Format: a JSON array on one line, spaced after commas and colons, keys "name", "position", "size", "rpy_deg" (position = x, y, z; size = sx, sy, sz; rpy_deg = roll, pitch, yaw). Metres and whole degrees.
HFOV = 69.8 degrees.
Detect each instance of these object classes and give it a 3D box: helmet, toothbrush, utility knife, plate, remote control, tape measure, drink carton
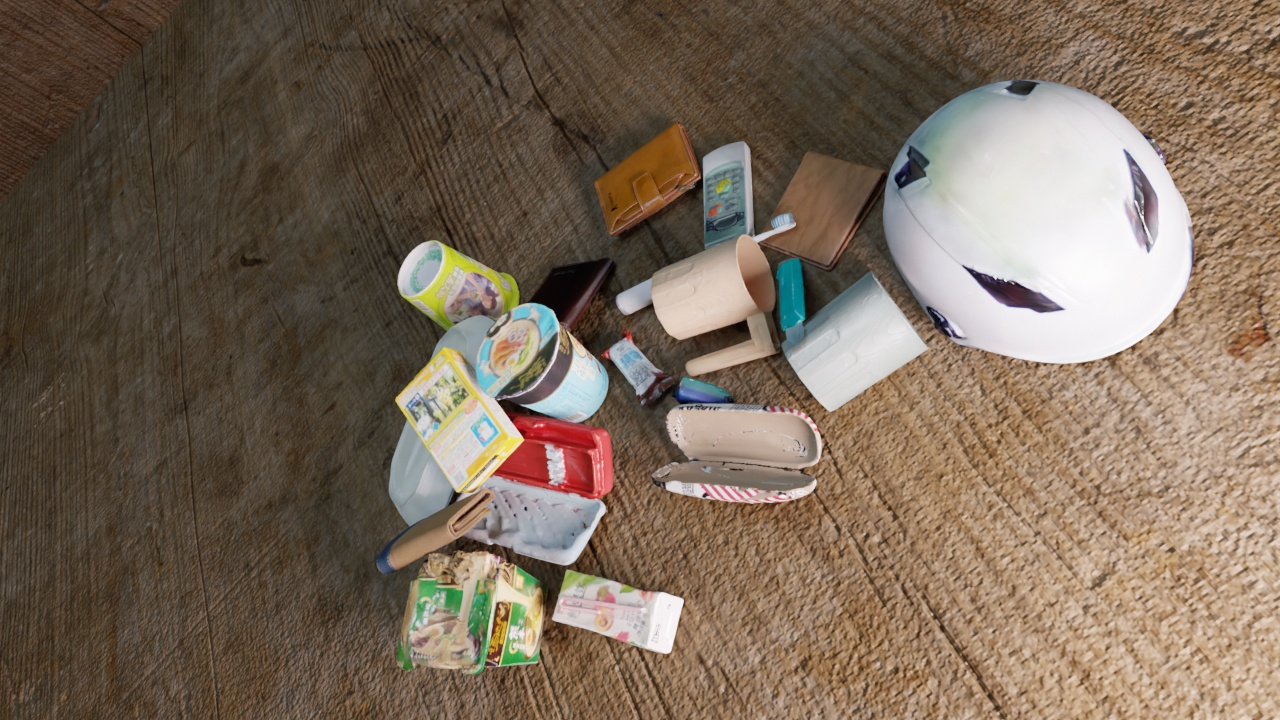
[{"name": "helmet", "position": [0.312, -0.131, 0.756], "size": [0.229, 0.146, 0.258], "rpy_deg": [-39, 50, 14]}, {"name": "toothbrush", "position": [0.069, -0.104, 0.995], "size": [0.222, 0.026, 0.026], "rpy_deg": [-24, 84, 27]}, {"name": "utility knife", "position": [0.144, -0.058, 0.877], "size": [0.029, 0.013, 0.184], "rpy_deg": [-27, 23, 21]}, {"name": "plate", "position": [-0.236, 0.069, 1.077], "size": [0.162, 0.034, 0.266], "rpy_deg": [27, 96, 58]}, {"name": "remote control", "position": [0.098, -0.184, 1.027], "size": [0.056, 0.019, 0.135], "rpy_deg": [-16, 58, 30]}, {"name": "tape measure", "position": [0.062, 0.035, 0.911], "size": [0.058, 0.054, 0.025], "rpy_deg": [19, 77, -2]}, {"name": "drink carton", "position": [-0.025, 0.237, 0.874], "size": [0.123, 0.045, 0.053], "rpy_deg": [3, 69, 38]}]

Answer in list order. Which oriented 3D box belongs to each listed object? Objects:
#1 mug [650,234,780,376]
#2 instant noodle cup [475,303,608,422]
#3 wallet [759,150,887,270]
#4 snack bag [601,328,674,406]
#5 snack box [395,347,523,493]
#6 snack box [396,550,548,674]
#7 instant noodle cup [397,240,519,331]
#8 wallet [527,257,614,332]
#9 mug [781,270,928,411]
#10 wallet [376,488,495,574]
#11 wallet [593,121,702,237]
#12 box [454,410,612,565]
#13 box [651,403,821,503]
[{"name": "mug", "position": [0.080, -0.054, 0.941], "size": [0.104, 0.084, 0.124], "rpy_deg": [-18, 83, 30]}, {"name": "instant noodle cup", "position": [-0.098, 0.011, 1.000], "size": [0.111, 0.120, 0.111], "rpy_deg": [-16, 59, 29]}, {"name": "wallet", "position": [0.186, -0.157, 0.950], "size": [0.101, 0.020, 0.115], "rpy_deg": [29, 88, 44]}, {"name": "snack bag", "position": [-0.006, 0.006, 0.997], "size": [0.045, 0.026, 0.105], "rpy_deg": [-41, 49, 0]}, {"name": "snack box", "position": [-0.198, 0.064, 0.993], "size": [0.087, 0.033, 0.140], "rpy_deg": [-46, 67, 12]}, {"name": "snack box", "position": [-0.158, 0.260, 0.921], "size": [0.118, 0.105, 0.117], "rpy_deg": [-8, 64, 34]}, {"name": "instant noodle cup", "position": [-0.233, -0.089, 1.150], "size": [0.112, 0.123, 0.111], "rpy_deg": [-17, 57, 29]}, {"name": "wallet", "position": [-0.094, -0.074, 1.086], "size": [0.096, 0.020, 0.122], "rpy_deg": [0, 44, 36]}, {"name": "mug", "position": [0.190, -0.023, 0.843], "size": [0.103, 0.083, 0.123], "rpy_deg": [-38, 23, 15]}, {"name": "wallet", "position": [-0.215, 0.180, 0.969], "size": [0.115, 0.090, 0.033], "rpy_deg": [-31, 95, 29]}, {"name": "wallet", "position": [0.010, -0.212, 1.102], "size": [0.131, 0.035, 0.119], "rpy_deg": [-32, 45, 20]}, {"name": "box", "position": [-0.120, 0.133, 0.993], "size": [0.201, 0.069, 0.157], "rpy_deg": [6, 79, 39]}, {"name": "box", "position": [0.085, 0.083, 0.855], "size": [0.162, 0.075, 0.086], "rpy_deg": [-2, 96, 38]}]
